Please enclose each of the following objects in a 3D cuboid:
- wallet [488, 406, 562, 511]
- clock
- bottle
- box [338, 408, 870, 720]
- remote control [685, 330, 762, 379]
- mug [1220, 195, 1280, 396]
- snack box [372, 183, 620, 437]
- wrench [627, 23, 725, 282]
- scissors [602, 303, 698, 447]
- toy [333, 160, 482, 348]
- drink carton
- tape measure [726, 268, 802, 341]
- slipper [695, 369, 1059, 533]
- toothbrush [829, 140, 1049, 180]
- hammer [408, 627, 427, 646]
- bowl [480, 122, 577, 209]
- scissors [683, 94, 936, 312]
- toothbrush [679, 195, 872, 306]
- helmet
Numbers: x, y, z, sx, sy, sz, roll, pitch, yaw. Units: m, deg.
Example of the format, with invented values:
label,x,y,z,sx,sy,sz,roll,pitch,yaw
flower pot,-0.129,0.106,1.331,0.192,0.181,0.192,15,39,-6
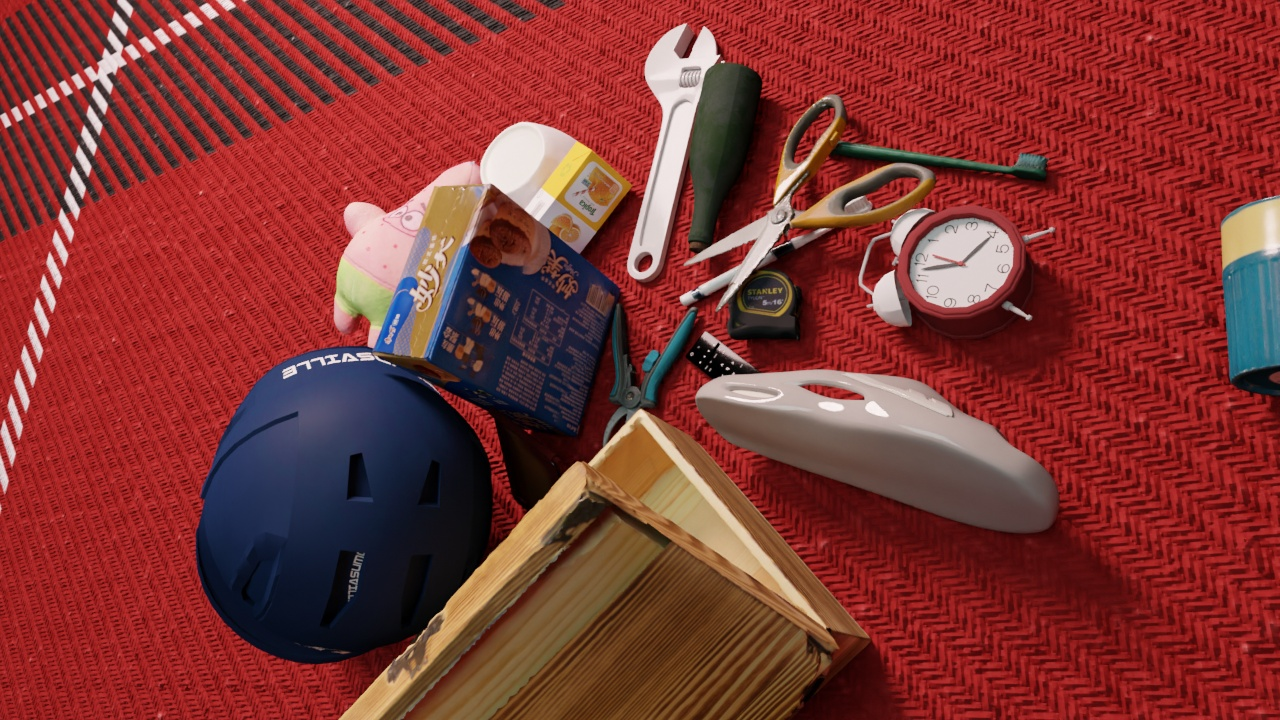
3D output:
label,x,y,z,sx,sy,sz,roll,pitch,yaw
wallet,-0.091,0.102,0.797,0.018,0.116,0.091,-37,49,-26
clock,0.234,-0.068,0.695,0.138,0.048,0.096,12,78,33
bottle,0.070,-0.181,0.840,0.055,0.055,0.174,6,79,33
box,-0.044,0.202,0.603,0.279,0.323,0.284,-47,56,6
remote control,0.093,0.022,0.773,0.140,0.009,0.030,40,95,36
mug,0.418,-0.036,0.555,0.113,0.083,0.107,6,74,5
snack box,-0.115,-0.037,0.802,0.069,0.202,0.155,7,73,34
wrench,0.022,-0.207,0.901,0.087,0.018,0.273,7,77,34
scissors,-0.004,0.004,0.835,0.154,0.019,0.124,-50,54,5
toy,-0.246,-0.120,0.990,0.192,0.097,0.236,30,81,28
drink carton,-0.073,-0.145,0.904,0.122,0.058,0.040,-52,36,5
tape measure,0.106,-0.046,0.776,0.062,0.034,0.061,2,77,20
slipper,0.169,0.043,0.667,0.266,0.113,0.080,13,59,34
toothbrush,0.236,-0.168,0.752,0.190,0.016,0.017,17,84,35
hammer,-0.125,0.363,0.760,0.301,0.037,0.158,34,92,36
bowl,-0.114,-0.193,0.949,0.117,0.065,0.116,-12,65,28
scissors,0.139,-0.127,0.761,0.217,0.016,0.225,23,77,44
toothbrush,0.114,-0.095,0.800,0.187,0.017,0.012,-27,28,21
helmet,-0.237,0.141,0.755,0.223,0.232,0.273,47,122,55
